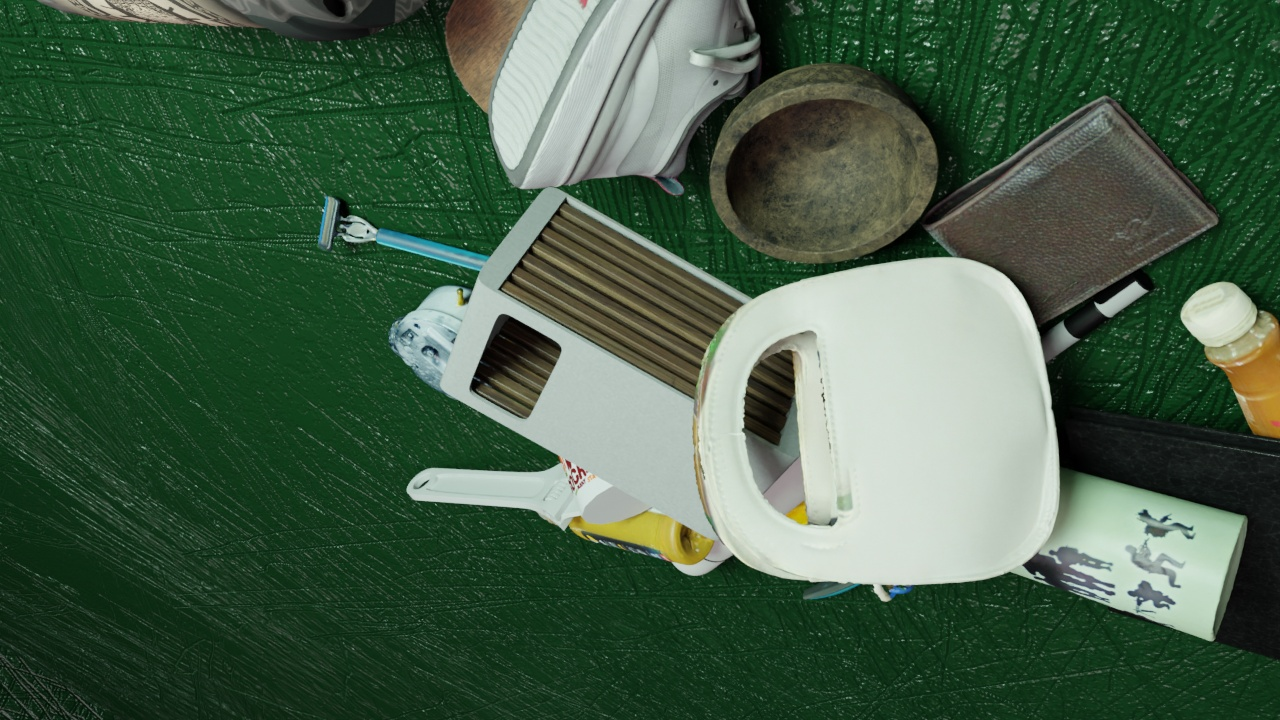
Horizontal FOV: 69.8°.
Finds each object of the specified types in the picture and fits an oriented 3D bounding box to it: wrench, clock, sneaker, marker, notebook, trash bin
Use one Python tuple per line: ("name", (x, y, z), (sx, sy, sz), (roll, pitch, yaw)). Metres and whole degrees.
("wrench", (-0.119, 0.109, 0.839), (0.274, 0.086, 0.018), (-3, 130, 41))
("clock", (-0.155, -0.010, 0.743), (0.090, 0.052, 0.130), (43, 139, -16))
("sneaker", (0.027, -0.192, 0.466), (0.128, 0.096, 0.264), (5, 130, -37))
("marker", (0.255, -0.009, 0.574), (0.016, 0.016, 0.141), (33, 136, -7))
("notebook", (0.376, 0.122, 0.584), (0.169, 0.019, 0.231), (10, 144, 42))
("trash bin", (-0.004, 0.004, 0.640), (0.229, 0.114, 0.115), (29, 136, -2))

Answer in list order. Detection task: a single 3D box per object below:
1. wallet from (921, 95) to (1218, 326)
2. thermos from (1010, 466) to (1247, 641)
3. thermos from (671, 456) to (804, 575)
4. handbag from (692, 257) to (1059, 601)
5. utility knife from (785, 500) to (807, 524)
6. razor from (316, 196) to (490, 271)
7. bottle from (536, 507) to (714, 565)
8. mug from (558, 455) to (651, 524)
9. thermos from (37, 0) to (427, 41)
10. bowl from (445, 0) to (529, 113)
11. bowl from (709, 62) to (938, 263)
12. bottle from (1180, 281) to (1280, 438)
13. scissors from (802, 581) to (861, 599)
("wallet", (0.236, -0.077, 0.512), (0.099, 0.031, 0.120), (38, 135, -16))
("thermos", (0.252, 0.098, 0.597), (0.232, 0.082, 0.082), (16, 139, 39))
("thermos", (0.090, 0.112, 0.742), (0.052, 0.052, 0.225), (33, 136, -6))
("handbag", (0.128, 0.043, 0.544), (0.199, 0.200, 0.093), (-3, 173, -5))
("utility knife", (0.173, 0.111, 0.725), (0.207, 0.018, 0.030), (-21, 84, 35))
("razor", (-0.178, -0.090, 0.707), (0.144, 0.022, 0.042), (15, 99, 7))
("bottle", (-0.020, 0.133, 0.786), (0.186, 0.053, 0.053), (2, 133, 46))
("mug", (-0.016, 0.072, 0.722), (0.074, 0.089, 0.105), (-38, 148, 24))
("thermos", (-0.235, -0.254, 0.482), (0.226, 0.172, 0.173), (8, 134, 28))
("bowl", (-0.061, -0.190, 0.549), (0.114, 0.026, 0.102), (-16, 121, 35))
("bowl", (0.101, -0.118, 0.515), (0.121, 0.056, 0.121), (4, 140, 4))
("bottle", (0.370, 0.021, 0.517), (0.167, 0.059, 0.059), (41, 135, -12))
("scissors", (0.177, 0.174, 0.782), (0.148, 0.019, 0.132), (13, 135, 15))
